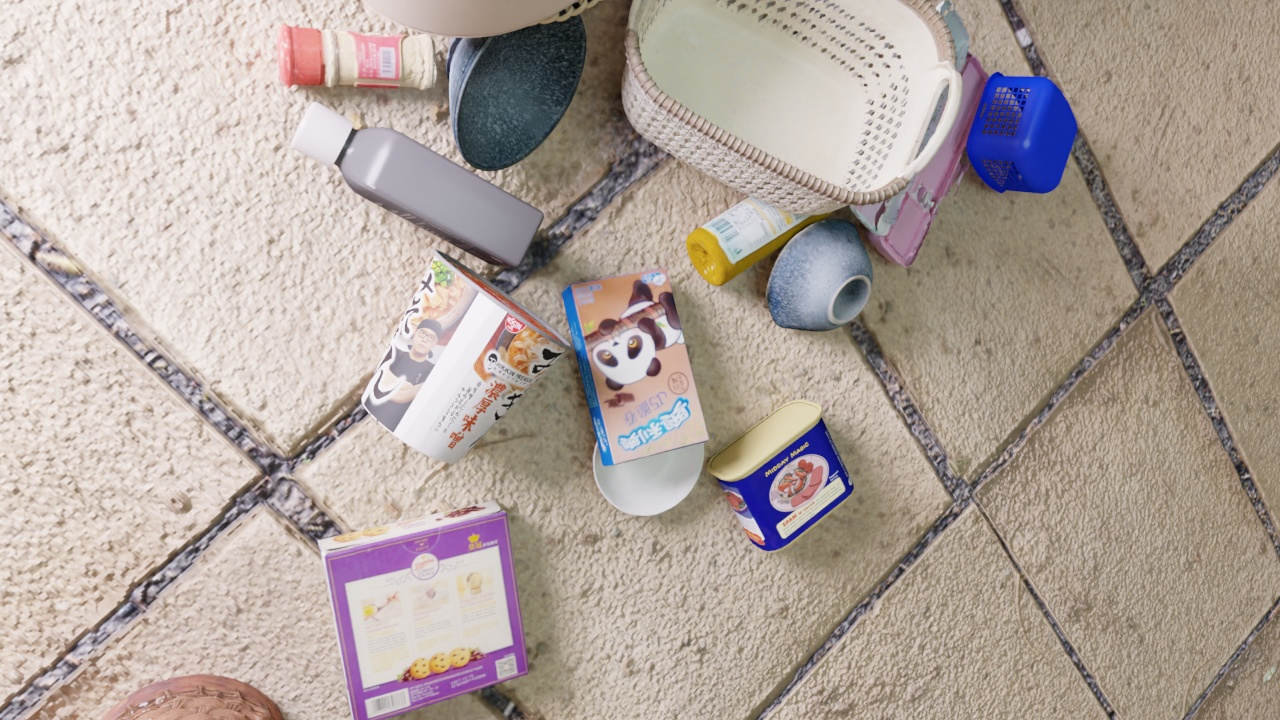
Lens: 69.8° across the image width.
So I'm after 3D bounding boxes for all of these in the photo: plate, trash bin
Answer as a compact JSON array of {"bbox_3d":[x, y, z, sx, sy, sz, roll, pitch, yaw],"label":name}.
[{"bbox_3d":[0.004,0.082,0.800,0.104,0.026,0.104,-4,100,-22],"label":"plate"},{"bbox_3d":[-0.303,0.322,0.603,0.151,0.210,0.151,-4,99,-22],"label":"trash bin"}]

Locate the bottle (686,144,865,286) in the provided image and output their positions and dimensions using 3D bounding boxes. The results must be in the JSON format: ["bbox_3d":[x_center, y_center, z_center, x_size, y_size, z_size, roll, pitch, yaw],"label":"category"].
[{"bbox_3d":[0.127,-0.133,0.807,0.186,0.053,0.053,-34,109,-16],"label":"bottle"}]

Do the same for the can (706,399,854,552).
[{"bbox_3d":[0.132,0.107,0.843,0.116,0.056,0.092,-34,111,-15],"label":"can"}]

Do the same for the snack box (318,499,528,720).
[{"bbox_3d":[-0.171,0.199,0.734,0.143,0.041,0.148,-10,102,-22],"label":"snack box"}]

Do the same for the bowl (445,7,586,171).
[{"bbox_3d":[-0.106,-0.214,0.681,0.057,0.137,0.137,37,80,17],"label":"bowl"}]

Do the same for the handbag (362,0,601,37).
[{"bbox_3d":[-0.108,-0.318,0.575,0.210,0.103,0.208,-33,82,-12],"label":"handbag"}]

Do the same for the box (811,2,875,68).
[{"bbox_3d":[0.217,-0.374,0.870,0.167,0.423,0.173,-32,71,-16],"label":"box"}]

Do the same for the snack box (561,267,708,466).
[{"bbox_3d":[-0.005,0.004,0.761,0.087,0.034,0.151,-12,86,-21],"label":"snack box"}]

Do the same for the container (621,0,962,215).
[{"bbox_3d":[0.103,-0.220,0.708,0.246,0.143,0.184,26,79,-9],"label":"container"}]

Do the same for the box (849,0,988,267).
[{"bbox_3d":[0.252,-0.199,0.833,0.152,0.038,0.201,28,86,-47],"label":"box"}]

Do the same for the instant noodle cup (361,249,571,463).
[{"bbox_3d":[-0.137,0.003,0.685,0.123,0.123,0.122,35,92,-24],"label":"instant noodle cup"}]

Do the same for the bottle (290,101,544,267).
[{"bbox_3d":[-0.164,-0.127,0.667,0.173,0.084,0.046,27,86,-23],"label":"bottle"}]

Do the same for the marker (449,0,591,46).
[{"bbox_3d":[-0.087,-0.271,0.717,0.138,0.016,0.022,-26,76,-17],"label":"marker"}]

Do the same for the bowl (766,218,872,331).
[{"bbox_3d":[0.168,-0.066,0.814,0.110,0.055,0.110,-21,132,-26],"label":"bowl"}]

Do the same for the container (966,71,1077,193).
[{"bbox_3d":[0.367,-0.214,0.873,0.114,0.058,0.096,21,87,-48],"label":"container"}]

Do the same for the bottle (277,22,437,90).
[{"bbox_3d":[-0.202,-0.216,0.659,0.109,0.044,0.044,-5,100,-23],"label":"bottle"}]
